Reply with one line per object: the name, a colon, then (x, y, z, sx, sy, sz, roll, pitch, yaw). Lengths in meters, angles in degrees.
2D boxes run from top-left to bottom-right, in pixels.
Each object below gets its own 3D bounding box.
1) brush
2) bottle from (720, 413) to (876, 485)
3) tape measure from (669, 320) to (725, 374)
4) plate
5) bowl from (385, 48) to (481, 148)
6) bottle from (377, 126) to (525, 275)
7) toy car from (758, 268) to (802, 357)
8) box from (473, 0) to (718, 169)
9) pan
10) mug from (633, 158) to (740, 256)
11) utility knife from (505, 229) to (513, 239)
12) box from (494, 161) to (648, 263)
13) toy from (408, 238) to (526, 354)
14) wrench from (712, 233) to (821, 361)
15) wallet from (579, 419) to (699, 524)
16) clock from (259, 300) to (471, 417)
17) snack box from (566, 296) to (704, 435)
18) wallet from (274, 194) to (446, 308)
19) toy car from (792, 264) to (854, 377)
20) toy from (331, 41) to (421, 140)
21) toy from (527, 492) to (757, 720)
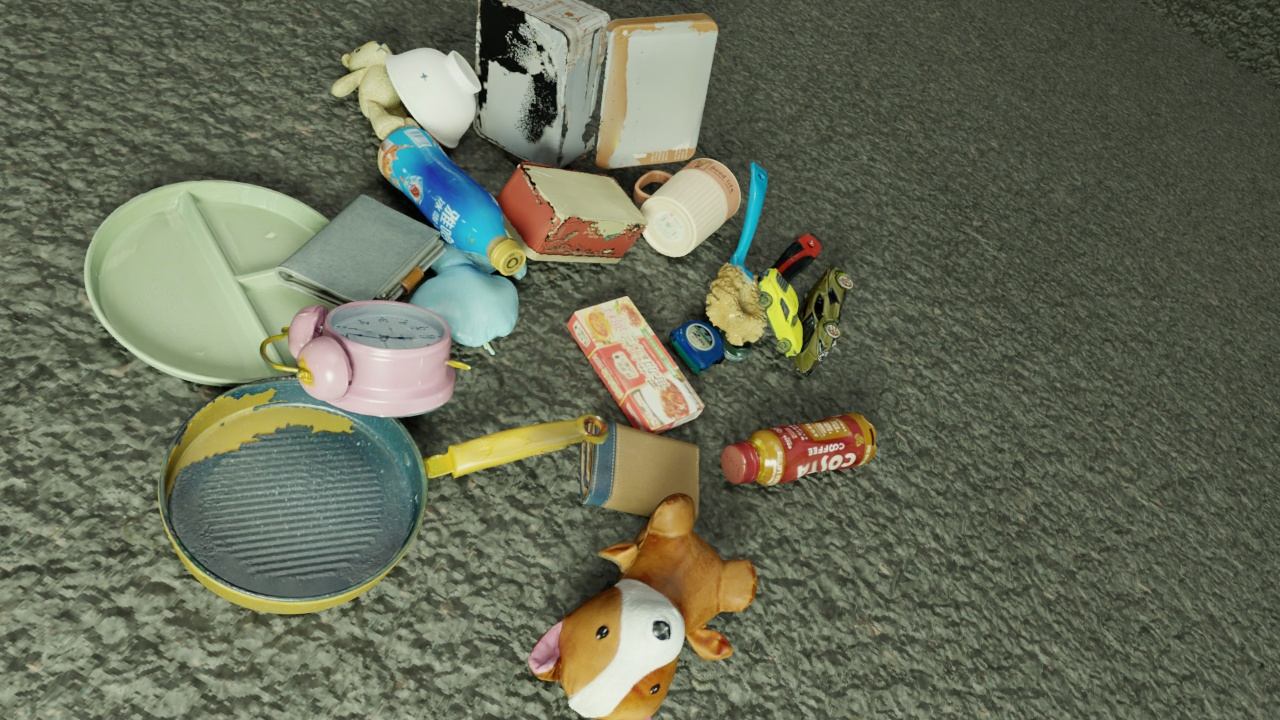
brush: (0.123, -0.131, 1.059, 0.083, 0.046, 0.254, 30, 56, -27)
bottle: (0.164, 0.094, 0.948, 0.174, 0.058, 0.057, -8, 59, -31)
tape measure: (0.063, -0.016, 1.003, 0.054, 0.025, 0.058, -29, 75, -41)
plate: (-0.365, -0.070, 0.823, 0.230, 0.028, 0.229, 14, 50, -17)
bowl: (-0.216, -0.302, 1.011, 0.118, 0.065, 0.118, 54, 14, -21)
bottle: (-0.186, -0.157, 0.919, 0.065, 0.065, 0.218, -20, 51, -37)
toy car: (0.160, -0.053, 1.018, 0.105, 0.032, 0.048, 65, 30, -25)
box: (-0.055, -0.309, 1.030, 0.270, 0.180, 0.134, 10, 43, -2)
pan: (-0.195, 0.089, 0.753, 0.356, 0.078, 0.197, -4, 58, -30)
mug: (0.045, -0.188, 1.092, 0.114, 0.082, 0.105, 30, 47, 16)
utility knife: (-0.144, -0.144, 1.005, 0.204, 0.021, 0.030, 17, 49, -21)
box: (-0.066, -0.159, 0.974, 0.091, 0.076, 0.168, 53, 29, 18)
toy: (-0.168, -0.069, 0.908, 0.161, 0.050, 0.156, -18, 55, -39)
wrench: (0.157, -0.086, 1.110, 0.056, 0.016, 0.272, 41, 48, 1)
wallet: (0.001, 0.106, 0.874, 0.115, 0.033, 0.090, 15, 53, -18)
clock: (-0.229, -0.005, 0.756, 0.158, 0.060, 0.117, -2, 28, -26)
snack box: (-0.006, 0.006, 0.950, 0.075, 0.026, 0.153, -19, 66, -37)
wallet: (-0.255, -0.093, 0.856, 0.106, 0.037, 0.129, 26, 46, 5)
toy car: (0.209, -0.048, 1.072, 0.042, 0.070, 0.157, 26, 47, -6)
toy: (-0.282, -0.293, 1.008, 0.105, 0.066, 0.157, -2, 50, -35)
toy: (0.008, 0.212, 0.743, 0.140, 0.131, 0.199, 46, 58, 3)
